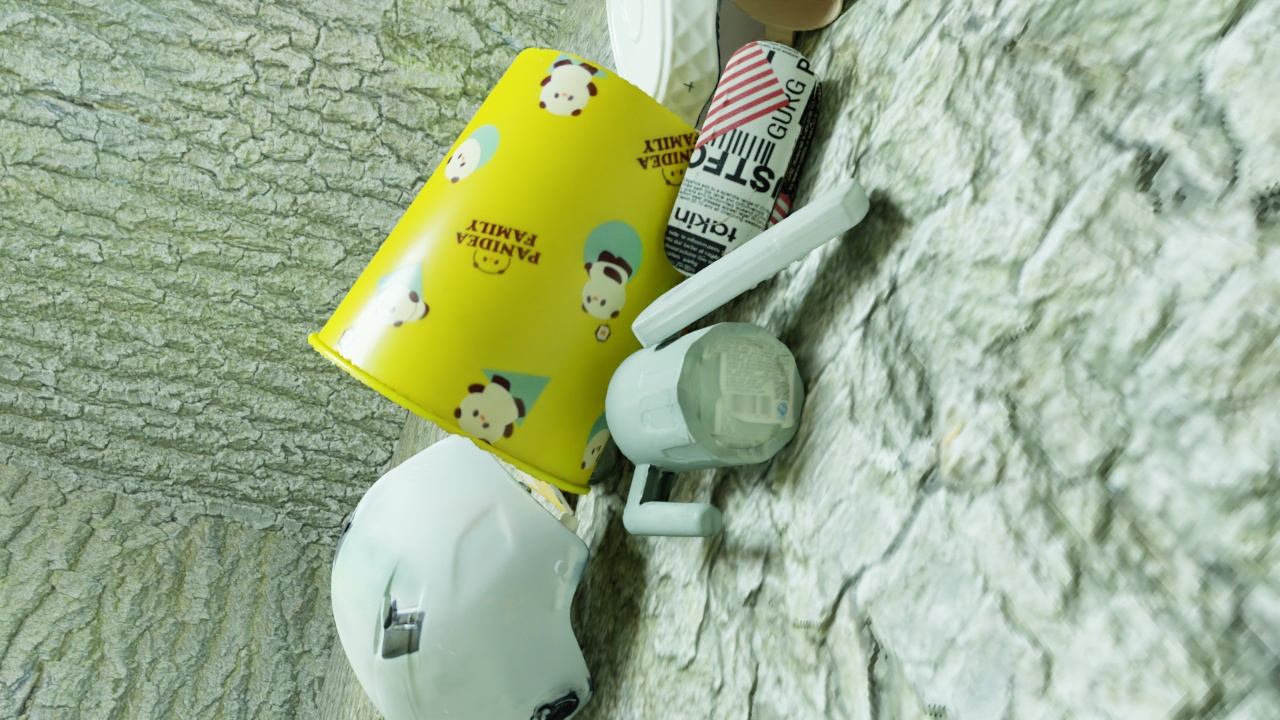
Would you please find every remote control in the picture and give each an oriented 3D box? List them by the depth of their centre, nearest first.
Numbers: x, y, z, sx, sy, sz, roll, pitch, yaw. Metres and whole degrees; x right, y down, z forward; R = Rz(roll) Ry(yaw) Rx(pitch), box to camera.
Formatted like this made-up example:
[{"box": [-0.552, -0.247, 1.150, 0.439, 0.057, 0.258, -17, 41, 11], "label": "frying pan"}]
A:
[{"box": [0.061, -0.053, 0.523, 0.150, 0.021, 0.058, -31, 9, 28], "label": "remote control"}]

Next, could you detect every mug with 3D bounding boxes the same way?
[{"box": [0.031, 0.043, 0.535, 0.104, 0.083, 0.123, -21, 53, 66], "label": "mug"}, {"box": [0.116, -0.297, 0.664, 0.124, 0.084, 0.103, 60, -133, -77], "label": "mug"}]

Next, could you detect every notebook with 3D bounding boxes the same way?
[{"box": [-0.132, 0.084, 0.942, 0.010, 0.146, 0.206, -34, 11, -14], "label": "notebook"}]

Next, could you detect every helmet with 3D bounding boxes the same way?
[{"box": [-0.150, 0.190, 0.690, 0.229, 0.145, 0.259, 42, 134, 43], "label": "helmet"}]

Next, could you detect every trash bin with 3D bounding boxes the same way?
[{"box": [-0.076, -0.067, 0.678, 0.255, 0.229, 0.230, -60, 16, -4], "label": "trash bin"}]

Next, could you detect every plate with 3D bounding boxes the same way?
[{"box": [0.012, -0.287, 0.724, 0.205, 0.045, 0.205, 170, 91, -79], "label": "plate"}]

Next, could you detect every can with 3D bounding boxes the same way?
[{"box": [-0.062, 0.075, 0.834, 0.147, 0.058, 0.058, -172, 100, -73], "label": "can"}]

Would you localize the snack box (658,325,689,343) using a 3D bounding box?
[{"box": [-0.005, 0.005, 0.781, 0.154, 0.026, 0.075, -22, 50, 67], "label": "snack box"}]

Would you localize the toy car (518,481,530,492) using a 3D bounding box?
[{"box": [-0.147, 0.174, 1.020, 0.120, 0.045, 0.053, -115, 48, -70], "label": "toy car"}]

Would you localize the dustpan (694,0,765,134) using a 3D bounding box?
[{"box": [0.088, -0.274, 0.823, 0.223, 0.138, 0.273, -172, 73, -73], "label": "dustpan"}]

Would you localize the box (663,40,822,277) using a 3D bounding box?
[{"box": [0.075, -0.125, 0.625, 0.087, 0.076, 0.163, 22, -93, -78], "label": "box"}]

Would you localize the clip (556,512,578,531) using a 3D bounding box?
[{"box": [-0.091, 0.189, 0.846, 0.066, 0.034, 0.099, -35, 34, 64], "label": "clip"}]
